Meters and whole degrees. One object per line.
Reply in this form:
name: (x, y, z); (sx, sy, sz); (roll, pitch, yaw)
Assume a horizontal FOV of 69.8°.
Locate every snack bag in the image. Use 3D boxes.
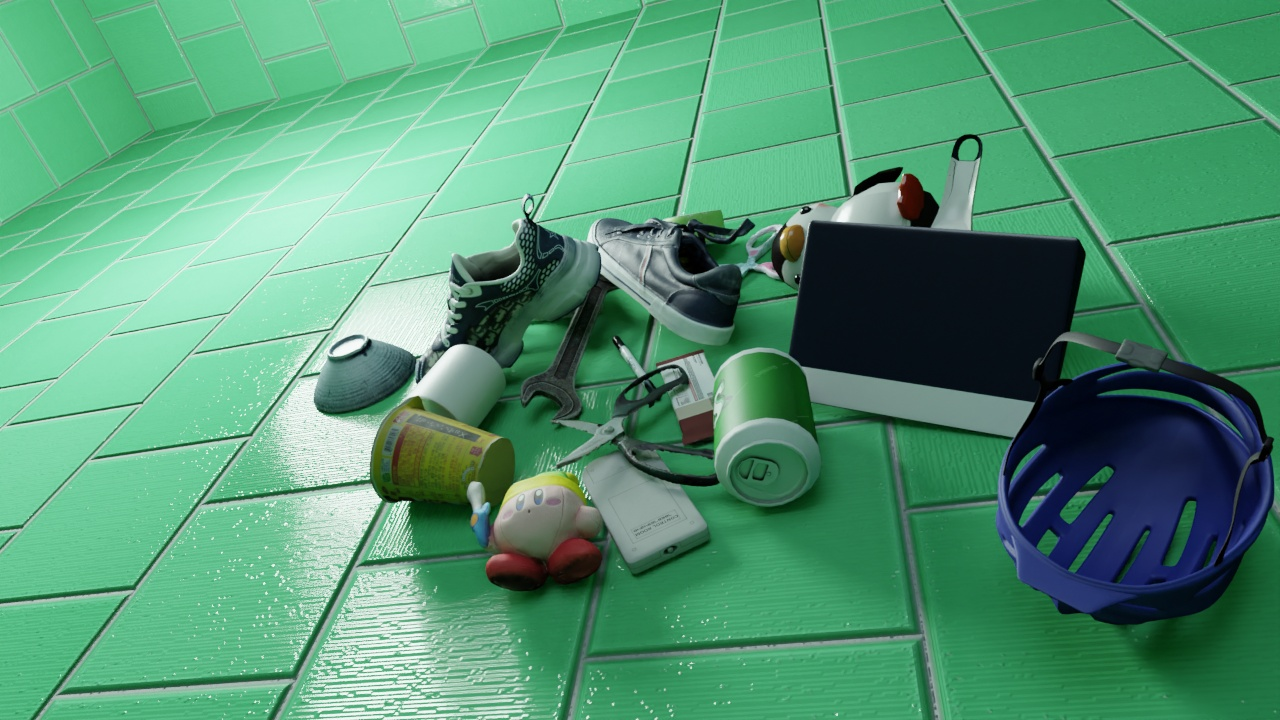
snack bag: (0.055, 0.035, 0.939); (0.057, 0.013, 0.157); (-17, 31, -1)

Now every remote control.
remote control: (0.000, 0.126, 0.814); (0.074, 0.019, 0.151); (-23, 32, -10)

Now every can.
can: (0.108, 0.056, 0.805); (0.088, 0.088, 0.139); (-11, 31, 11)

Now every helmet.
helmet: (0.314, 0.052, 0.573); (0.148, 0.228, 0.240); (25, 51, 36)

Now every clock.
clock: (0.064, -0.171, 1.211); (0.119, 0.042, 0.094); (-7, 6, 25)

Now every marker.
marker: (-0.006, 0.006, 1.019); (0.011, 0.011, 0.152); (-23, 32, -9)

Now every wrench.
wrench: (-0.072, -0.029, 1.056); (0.070, 0.010, 0.272); (15, 44, 3)

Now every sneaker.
sneaker: (0.034, -0.134, 1.081); (0.120, 0.127, 0.294); (4, 24, -32)
sneaker: (-0.179, -0.069, 1.042); (0.270, 0.132, 0.103); (-39, 38, 16)

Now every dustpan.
dustpan: (0.275, -0.081, 0.845); (0.237, 0.273, 0.080); (10, 2, 31)

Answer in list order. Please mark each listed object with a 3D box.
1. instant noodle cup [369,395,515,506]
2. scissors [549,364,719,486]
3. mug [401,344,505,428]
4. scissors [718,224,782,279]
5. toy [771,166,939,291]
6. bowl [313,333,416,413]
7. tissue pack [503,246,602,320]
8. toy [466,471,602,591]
instant noodle cup: (-0.187, 0.101, 0.890); (0.112, 0.100, 0.100); (10, 39, 21)
scissors: (0.015, 0.065, 0.872); (0.206, 0.015, 0.201); (20, 41, 38)
mug: (-0.214, 0.048, 1.004); (0.112, 0.078, 0.096); (-31, 19, 38)
scissors: (0.154, -0.127, 1.151); (0.171, 0.013, 0.176); (-2, 36, 31)
toy: (0.236, -0.121, 1.010); (0.184, 0.159, 0.140); (0, -9, 43)
bowl: (-0.357, 0.003, 1.155); (0.137, 0.057, 0.136); (-13, 31, 8)
tissue pack: (-0.124, -0.100, 1.207); (0.103, 0.071, 0.181); (-10, 31, -19)
toy: (-0.088, 0.140, 0.800); (0.124, 0.097, 0.131); (-18, 49, 11)
